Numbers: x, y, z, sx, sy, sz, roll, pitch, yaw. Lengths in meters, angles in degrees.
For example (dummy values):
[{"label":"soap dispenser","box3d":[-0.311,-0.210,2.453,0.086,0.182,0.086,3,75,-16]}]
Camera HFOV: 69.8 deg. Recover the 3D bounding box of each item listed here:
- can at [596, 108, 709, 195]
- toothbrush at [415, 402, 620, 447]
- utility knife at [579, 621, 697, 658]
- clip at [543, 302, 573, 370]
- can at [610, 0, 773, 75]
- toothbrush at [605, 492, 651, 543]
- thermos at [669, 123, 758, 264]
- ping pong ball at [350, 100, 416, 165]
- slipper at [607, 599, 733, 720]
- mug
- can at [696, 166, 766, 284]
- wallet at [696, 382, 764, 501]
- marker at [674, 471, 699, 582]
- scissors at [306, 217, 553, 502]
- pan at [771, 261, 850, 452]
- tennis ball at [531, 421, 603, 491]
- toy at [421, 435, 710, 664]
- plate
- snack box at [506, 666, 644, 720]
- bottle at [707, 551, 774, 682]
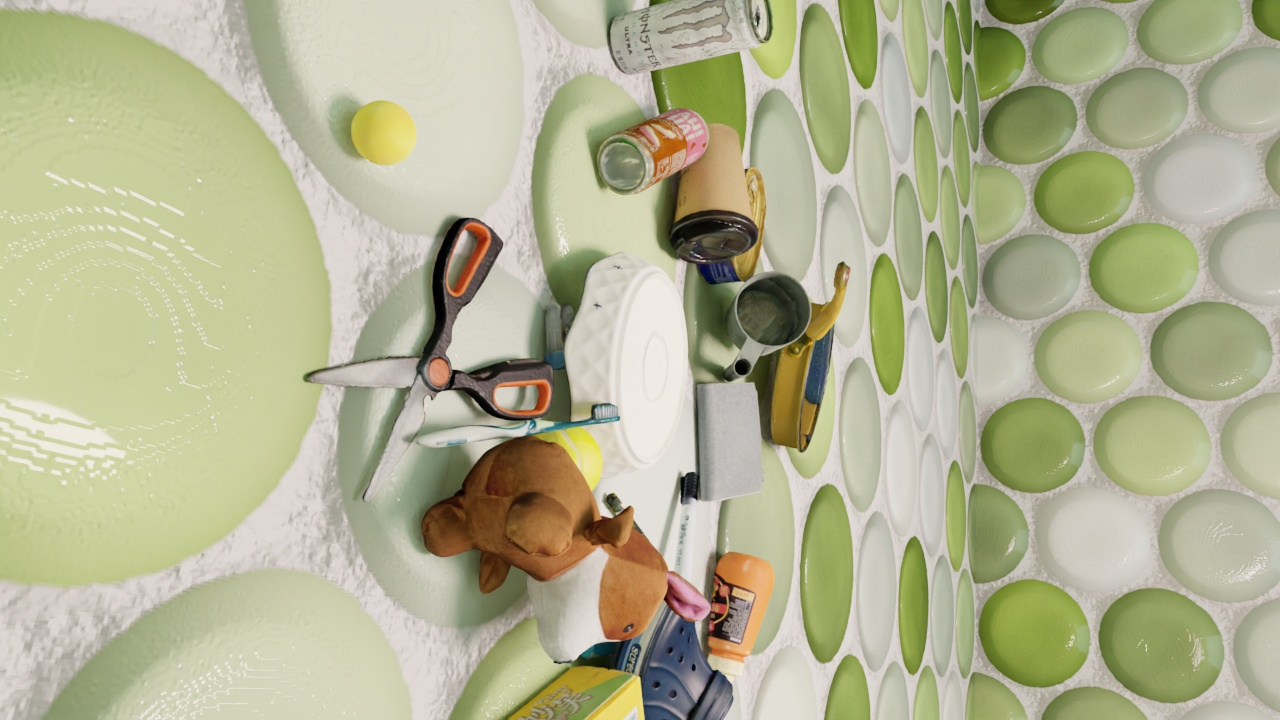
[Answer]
[{"label":"can","box3d":[0.015,-0.204,0.887,0.146,0.058,0.058,-43,124,-54]},{"label":"toothbrush","box3d":[-0.081,0.046,0.665,0.191,0.016,0.018,-3,97,-48]},{"label":"utility knife","box3d":[0.008,0.257,0.878,0.223,0.018,0.034,20,81,-59]},{"label":"clip","box3d":[-0.068,-0.020,0.761,0.036,0.026,0.058,7,78,-53]},{"label":"can","box3d":[0.047,-0.311,0.861,0.058,0.147,0.058,7,82,-60]},{"label":"toothbrush","box3d":[0.011,0.184,0.889,0.012,0.017,0.186,-55,136,-25]},{"label":"thermos","box3d":[0.076,-0.175,0.973,0.093,0.093,0.143,35,50,-55]},{"label":"ping pong ball","box3d":[-0.163,-0.144,0.581,0.040,0.040,0.040,9,80,-60]},{"label":"slipper","box3d":[0.033,0.313,0.819,0.104,0.095,0.253,-49,140,-57]},{"label":"mug","box3d":[0.131,-0.033,1.035,0.124,0.083,0.103,-61,179,-6]},{"label":"can","box3d":[0.106,-0.155,1.055,0.074,0.049,0.147,47,48,-50]},{"label":"wallet","box3d":[0.100,0.090,1.039,0.106,0.037,0.129,1,86,-50]},{"label":"marker","box3d":[0.046,0.173,0.931,0.018,0.023,0.130,41,44,-38]},{"label":"scissors","box3d":[-0.135,-0.003,0.645,0.220,0.022,0.232,28,63,-52]},{"label":"pan","box3d":[0.214,-0.016,1.115,0.358,0.078,0.197,68,36,-59]},{"label":"tennis ball","box3d":[-0.062,0.080,0.718,0.065,0.066,0.065,9,80,-60]},{"label":"toy","box3d":[-0.050,0.147,0.656,0.199,0.140,0.130,46,51,-41]},{"label":"plate","box3d":[-0.005,0.005,0.820,0.204,0.046,0.205,4,90,-68]},{"label":"snack box","box3d":[-0.054,0.367,0.703,0.157,0.070,0.210,-18,103,-60]},{"label":"bottle","box3d":[0.103,0.289,1.009,0.066,0.067,0.149,37,63,-54]}]
